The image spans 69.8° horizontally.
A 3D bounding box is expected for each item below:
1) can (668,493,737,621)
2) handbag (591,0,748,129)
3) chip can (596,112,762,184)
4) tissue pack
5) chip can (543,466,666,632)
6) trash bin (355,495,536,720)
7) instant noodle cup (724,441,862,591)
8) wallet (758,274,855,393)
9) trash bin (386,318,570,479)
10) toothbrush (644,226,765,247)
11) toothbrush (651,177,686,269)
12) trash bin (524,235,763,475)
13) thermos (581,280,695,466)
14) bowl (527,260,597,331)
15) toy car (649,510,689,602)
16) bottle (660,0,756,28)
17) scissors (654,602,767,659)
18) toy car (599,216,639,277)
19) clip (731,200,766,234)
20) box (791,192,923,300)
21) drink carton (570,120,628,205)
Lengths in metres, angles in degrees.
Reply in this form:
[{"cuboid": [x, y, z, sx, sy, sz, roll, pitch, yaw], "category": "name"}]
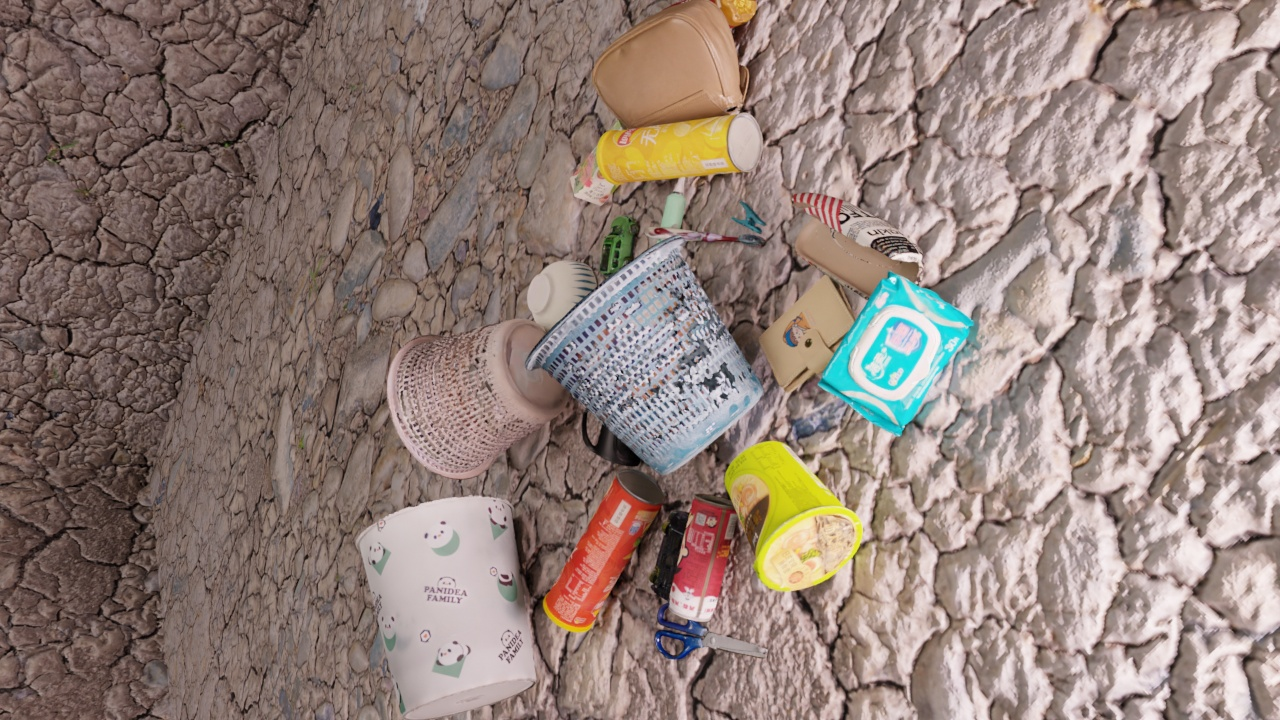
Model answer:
[{"cuboid": [0.070, 0.220, 1.027, 0.053, 0.053, 0.133, 16, 93, 52], "category": "can"}, {"cuboid": [0.041, -0.366, 1.168, 0.205, 0.099, 0.148, -7, 120, 49], "category": "handbag"}, {"cuboid": [0.044, -0.262, 1.143, 0.214, 0.072, 0.072, 5, 84, 41], "category": "chip can"}, {"cuboid": [0.235, -0.006, 0.854, 0.093, 0.050, 0.134, 31, 110, 11], "category": "tissue pack"}, {"cuboid": [-0.047, 0.239, 1.153, 0.073, 0.073, 0.217, 50, 119, 45], "category": "chip can"}, {"cuboid": [-0.263, 0.350, 1.283, 0.230, 0.229, 0.251, -40, 57, 38], "category": "trash bin"}, {"cuboid": [0.143, 0.149, 0.924, 0.112, 0.111, 0.123, -59, 34, 22], "category": "instant noodle cup"}, {"cuboid": [0.180, -0.026, 0.982, 0.115, 0.024, 0.087, -45, 50, 33], "category": "wallet"}, {"cuboid": [-0.218, 0.039, 1.326, 0.193, 0.227, 0.227, -23, 63, 32], "category": "trash bin"}, {"cuboid": [0.073, -0.153, 1.127, 0.188, 0.017, 0.016, 12, 91, 42], "category": "toothbrush"}, {"cuboid": [0.041, -0.181, 1.191, 0.027, 0.026, 0.224, 13, 90, 52], "category": "toothbrush"}, {"cuboid": [0.019, 0.009, 1.009, 0.195, 0.225, 0.227, 51, 127, 3], "category": "trash bin"}, {"cuboid": [-0.007, 0.007, 1.154, 0.068, 0.090, 0.242, -40, -32, -83], "category": "thermos"}, {"cuboid": [-0.122, -0.093, 1.338, 0.117, 0.066, 0.116, -17, 68, 48], "category": "bowl"}, {"cuboid": [0.043, 0.229, 1.076, 0.049, 0.031, 0.106, 14, 93, 51], "category": "toy car"}, {"cuboid": [0.071, -0.446, 1.199, 0.175, 0.057, 0.057, -1, 79, 51], "category": "bottle"}, {"cuboid": [0.075, 0.324, 1.029, 0.175, 0.012, 0.108, 32, 104, 49], "category": "scissors"}, {"cuboid": [-0.031, -0.157, 1.268, 0.043, 0.036, 0.091, 4, 80, 53], "category": "toy car"}, {"cuboid": [0.129, -0.167, 1.090, 0.039, 0.013, 0.056, -61, 40, 21], "category": "clip"}, {"cuboid": [0.214, -0.111, 0.931, 0.162, 0.076, 0.088, 40, 129, 46], "category": "box"}, {"cuboid": [-0.044, -0.280, 1.301, 0.123, 0.053, 0.045, -44, 49, 34], "category": "drink carton"}]
